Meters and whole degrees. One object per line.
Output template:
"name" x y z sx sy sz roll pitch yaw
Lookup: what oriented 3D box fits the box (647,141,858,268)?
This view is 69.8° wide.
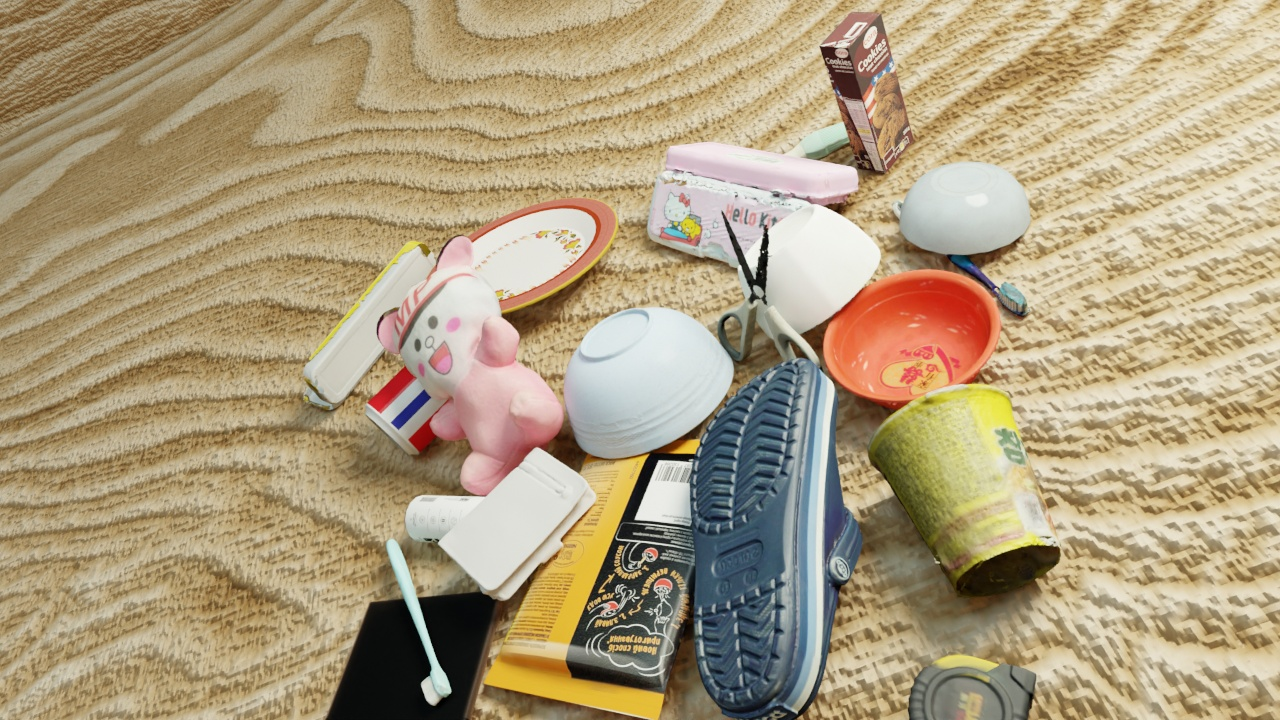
"box" 0.105 -0.150 0.904 0.100 0.103 0.202 -16 28 -41

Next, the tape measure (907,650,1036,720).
"tape measure" 0.185 0.203 0.520 0.063 0.038 0.067 10 59 28

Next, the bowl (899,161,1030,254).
"bowl" 0.272 -0.135 0.772 0.106 0.039 0.106 -10 39 8

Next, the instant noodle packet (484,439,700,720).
"instant noodle packet" -0.016 0.150 0.693 0.160 0.032 0.220 -5 48 37

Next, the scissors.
"scissors" 0.096 -0.038 0.738 0.012 0.157 0.169 -37 -5 -25

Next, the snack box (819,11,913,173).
"snack box" 0.213 -0.247 0.855 0.032 0.141 0.051 25 66 44

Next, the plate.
"plate" -0.130 -0.109 1.005 0.230 0.021 0.229 -16 34 11

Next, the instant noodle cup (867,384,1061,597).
"instant noodle cup" 0.209 0.085 0.580 0.102 0.102 0.108 -23 51 10

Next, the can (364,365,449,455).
"can" -0.201 0.025 0.902 0.132 0.070 0.070 -47 43 -16

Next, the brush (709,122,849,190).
"brush" 0.121 -0.197 0.964 0.218 0.012 0.033 -23 43 14

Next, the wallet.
"wallet" -0.095 0.128 0.728 0.116 0.032 0.086 -44 46 -13

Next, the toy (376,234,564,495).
"toy" -0.151 0.003 0.817 0.213 0.084 0.142 52 121 21

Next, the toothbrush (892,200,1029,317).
"toothbrush" 0.263 -0.092 0.769 0.016 0.017 0.189 -28 41 -1

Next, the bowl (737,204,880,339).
"bowl" 0.133 -0.078 0.764 0.116 0.065 0.116 -40 14 12

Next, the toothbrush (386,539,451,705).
"toothbrush" -0.184 0.204 0.740 0.016 0.016 0.180 -44 39 4

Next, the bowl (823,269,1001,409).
"bowl" 0.209 -0.008 0.700 0.131 0.045 0.130 -17 44 17

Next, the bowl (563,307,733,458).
"bowl" -0.005 0.005 0.774 0.151 0.075 0.150 -22 29 13

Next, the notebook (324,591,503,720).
"notebook" -0.186 0.275 0.692 0.142 0.008 0.208 -12 45 27

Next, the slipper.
"slipper" 0.094 0.120 0.618 0.105 0.095 0.252 -30 39 43

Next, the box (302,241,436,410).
"box" -0.314 -0.045 1.039 0.080 0.084 0.209 15 60 32

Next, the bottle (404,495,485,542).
"bottle" -0.145 0.137 0.783 0.116 0.041 0.041 -3 49 29
